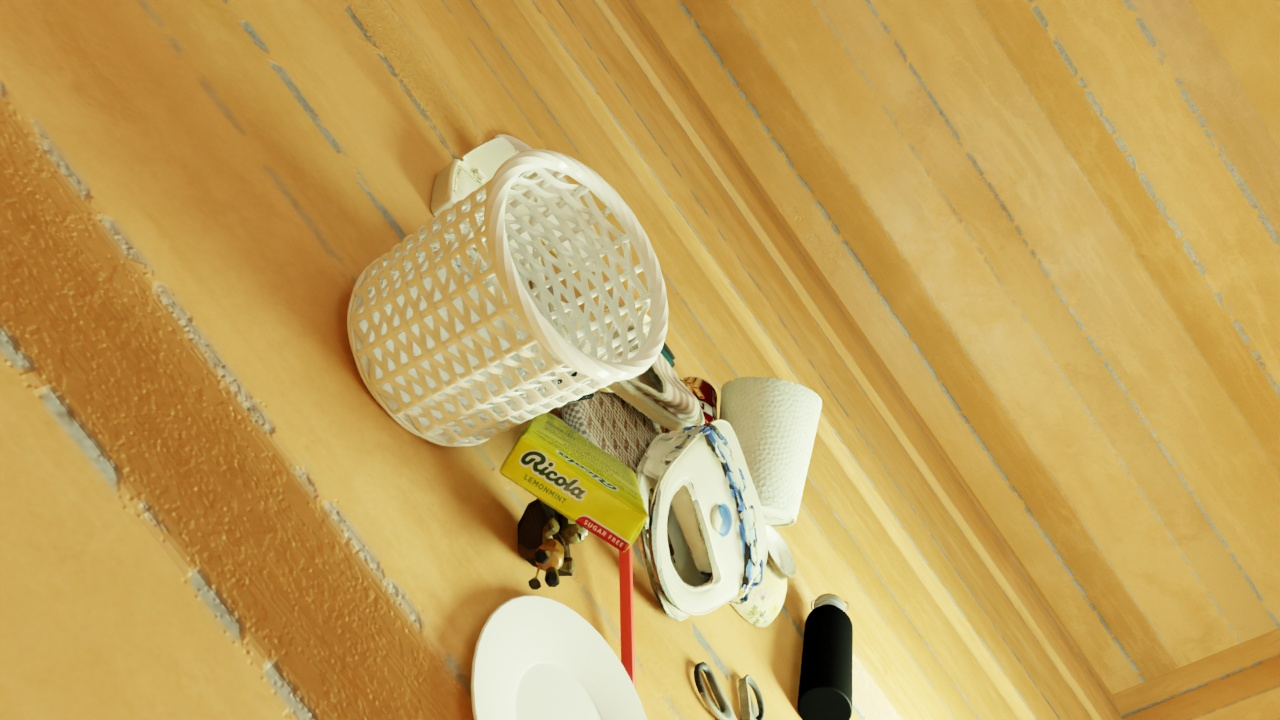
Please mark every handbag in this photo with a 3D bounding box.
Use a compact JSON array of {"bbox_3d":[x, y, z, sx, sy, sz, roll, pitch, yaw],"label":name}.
[{"bbox_3d":[0.063,0.168,0.960,0.199,0.093,0.201,-39,112,-59],"label":"handbag"},{"bbox_3d":[-0.025,0.092,0.992,0.185,0.047,0.124,8,60,-63],"label":"handbag"}]

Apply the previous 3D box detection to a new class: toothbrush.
[{"bbox_3d":[-0.011,0.206,0.852,0.018,0.012,0.212,54,26,-48],"label":"toothbrush"}]

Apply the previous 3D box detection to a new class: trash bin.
[{"bbox_3d":[0.156,0.120,1.172,0.133,0.134,0.161,35,59,-44],"label":"trash bin"}]

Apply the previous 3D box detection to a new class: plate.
[{"bbox_3d":[-0.056,0.278,0.691,0.208,0.015,0.208,46,23,-27],"label":"plate"},{"bbox_3d":[-0.121,-0.221,1.267,0.230,0.021,0.229,46,23,-27],"label":"plate"}]

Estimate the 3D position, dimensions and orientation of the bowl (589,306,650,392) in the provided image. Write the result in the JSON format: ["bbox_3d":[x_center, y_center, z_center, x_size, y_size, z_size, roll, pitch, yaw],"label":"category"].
[{"bbox_3d":[-0.018,-0.022,1.130,0.118,0.074,0.117,45,23,-26],"label":"bowl"}]

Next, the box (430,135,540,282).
[{"bbox_3d":[-0.150,-0.201,1.063,0.143,0.099,0.183,41,26,-34],"label":"box"}]

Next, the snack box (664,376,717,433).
[{"bbox_3d":[0.064,0.079,1.167,0.072,0.072,0.121,48,22,-20],"label":"snack box"}]

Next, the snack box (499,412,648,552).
[{"bbox_3d":[-0.057,0.100,0.807,0.121,0.045,0.181,33,2,-5],"label":"snack box"}]

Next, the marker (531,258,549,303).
[{"bbox_3d":[-0.119,-0.087,1.082,0.017,0.017,0.145,36,28,-42],"label":"marker"}]

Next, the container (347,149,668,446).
[{"bbox_3d":[-0.107,-0.044,0.747,0.189,0.187,0.189,30,48,-39],"label":"container"}]

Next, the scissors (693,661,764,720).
[{"bbox_3d":[0.101,0.366,0.909,0.157,0.013,0.170,52,21,-6],"label":"scissors"}]

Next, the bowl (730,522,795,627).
[{"bbox_3d":[0.142,0.243,1.110,0.145,0.063,0.145,45,24,-27],"label":"bowl"}]

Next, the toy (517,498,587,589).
[{"bbox_3d":[-0.075,0.155,0.761,0.100,0.063,0.076,-83,155,-69],"label":"toy"}]

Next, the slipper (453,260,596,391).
[{"bbox_3d":[-0.128,-0.029,0.936,0.272,0.054,0.114,32,36,-48],"label":"slipper"}]

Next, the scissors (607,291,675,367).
[{"bbox_3d":[0.000,-0.049,1.289,0.139,0.019,0.136,8,49,-62],"label":"scissors"}]

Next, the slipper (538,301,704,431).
[{"bbox_3d":[-0.006,0.006,1.007,0.262,0.052,0.115,33,25,-43],"label":"slipper"}]

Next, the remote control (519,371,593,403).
[{"bbox_3d":[-0.105,0.033,0.873,0.139,0.009,0.030,-9,65,-41],"label":"remote control"}]

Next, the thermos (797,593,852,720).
[{"bbox_3d":[0.233,0.359,1.143,0.061,0.061,0.230,54,21,-7],"label":"thermos"}]
